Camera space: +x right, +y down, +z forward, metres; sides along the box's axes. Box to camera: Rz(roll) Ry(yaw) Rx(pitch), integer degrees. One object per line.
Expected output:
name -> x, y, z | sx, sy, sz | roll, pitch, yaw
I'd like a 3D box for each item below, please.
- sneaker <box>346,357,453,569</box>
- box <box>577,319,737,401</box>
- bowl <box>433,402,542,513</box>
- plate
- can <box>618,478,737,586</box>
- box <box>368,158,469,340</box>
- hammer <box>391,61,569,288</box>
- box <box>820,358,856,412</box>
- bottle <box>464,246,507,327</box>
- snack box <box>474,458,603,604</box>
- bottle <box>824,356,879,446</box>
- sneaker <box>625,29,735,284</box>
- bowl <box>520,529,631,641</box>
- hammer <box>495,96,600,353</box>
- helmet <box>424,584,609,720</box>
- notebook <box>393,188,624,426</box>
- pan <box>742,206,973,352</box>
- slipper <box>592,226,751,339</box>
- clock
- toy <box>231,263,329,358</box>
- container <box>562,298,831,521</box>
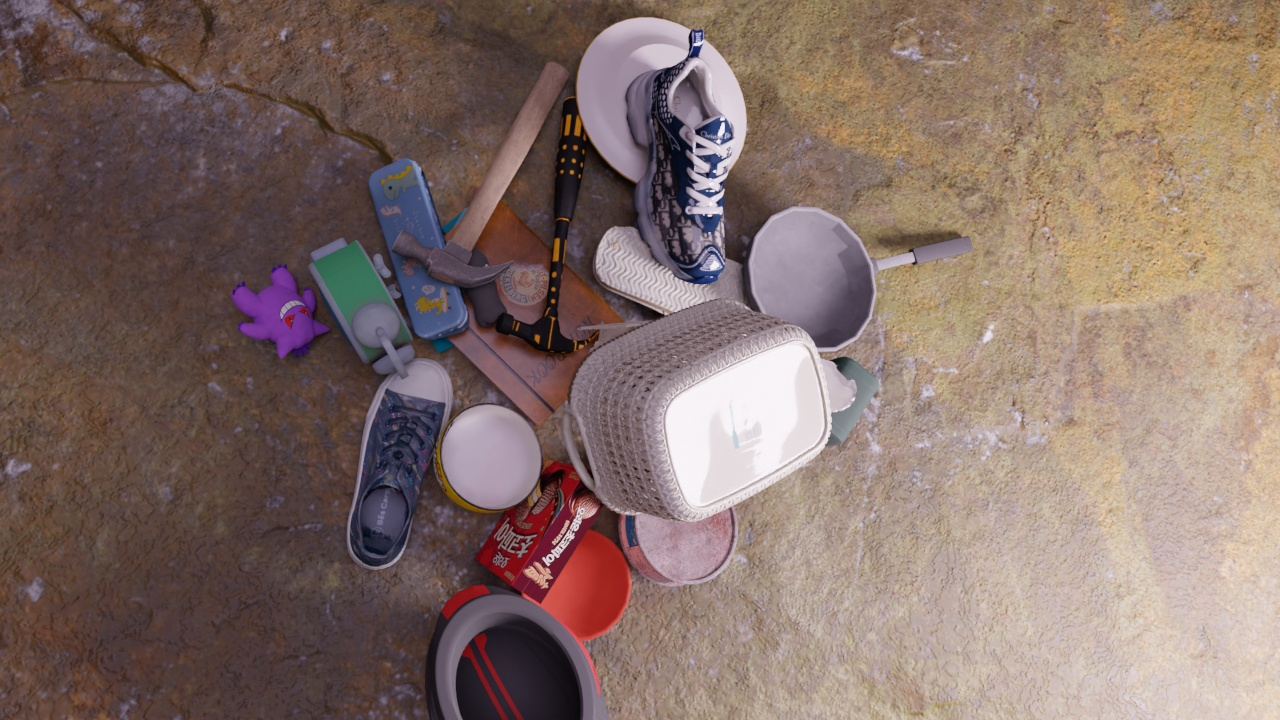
sneaker -> -0.262, 0.106, 0.979 | 0.087, 0.079, 0.235 | 15, 78, -10
box -> 0.002, -0.001, 0.996 | 0.185, 0.146, 0.095 | -8, 95, -42
bowl -> -0.172, 0.110, 0.997 | 0.117, 0.068, 0.117 | 10, 69, -28
plate -> 0.032, -0.317, 1.124 | 0.229, 0.021, 0.229 | 4, 79, -22
can -> 0.043, 0.187, 1.032 | 0.129, 0.044, 0.129 | 8, 71, -25
box -> -0.249, -0.126, 1.022 | 0.066, 0.049, 0.209 | -17, 77, -10
hammer -> -0.158, -0.222, 1.056 | 0.119, 0.031, 0.330 | 28, 61, -12
box -> 0.159, 0.060, 1.040 | 0.111, 0.163, 0.084 | -40, 99, -27
bottle -> -0.183, -0.092, 1.034 | 0.036, 0.036, 0.110 | -20, 85, -15
snack box -> -0.104, 0.173, 0.962 | 0.036, 0.152, 0.132 | 38, 75, -18
bottle -> 0.223, 0.064, 1.100 | 0.061, 0.061, 0.131 | 38, 75, -6
sneaker -> 0.060, -0.224, 1.028 | 0.103, 0.133, 0.269 | -5, 80, -25
bowl -> -0.074, 0.248, 1.019 | 0.122, 0.035, 0.122 | 2, 80, -12
hammer -> -0.088, -0.162, 1.070 | 0.123, 0.036, 0.320 | 15, 71, -28
helmet -> -0.124, 0.350, 0.921 | 0.164, 0.170, 0.264 | -29, 85, -23
notebook -> -0.157, -0.060, 1.063 | 0.249, 0.014, 0.178 | 44, 75, -2
pan -> 0.275, -0.113, 1.136 | 0.356, 0.041, 0.178 | -14, 86, -25
slipper -> 0.061, -0.074, 1.091 | 0.263, 0.052, 0.115 | 23, 73, -15
clock -> -0.283, -0.049, 0.970 | 0.075, 0.122, 0.161 | -30, 63, -14
toy -> -0.388, -0.047, 0.990 | 0.088, 0.056, 0.105 | 45, 40, 1
container -> 0.064, 0.049, 0.886 | 0.245, 0.143, 0.185 | -24, 108, -26
